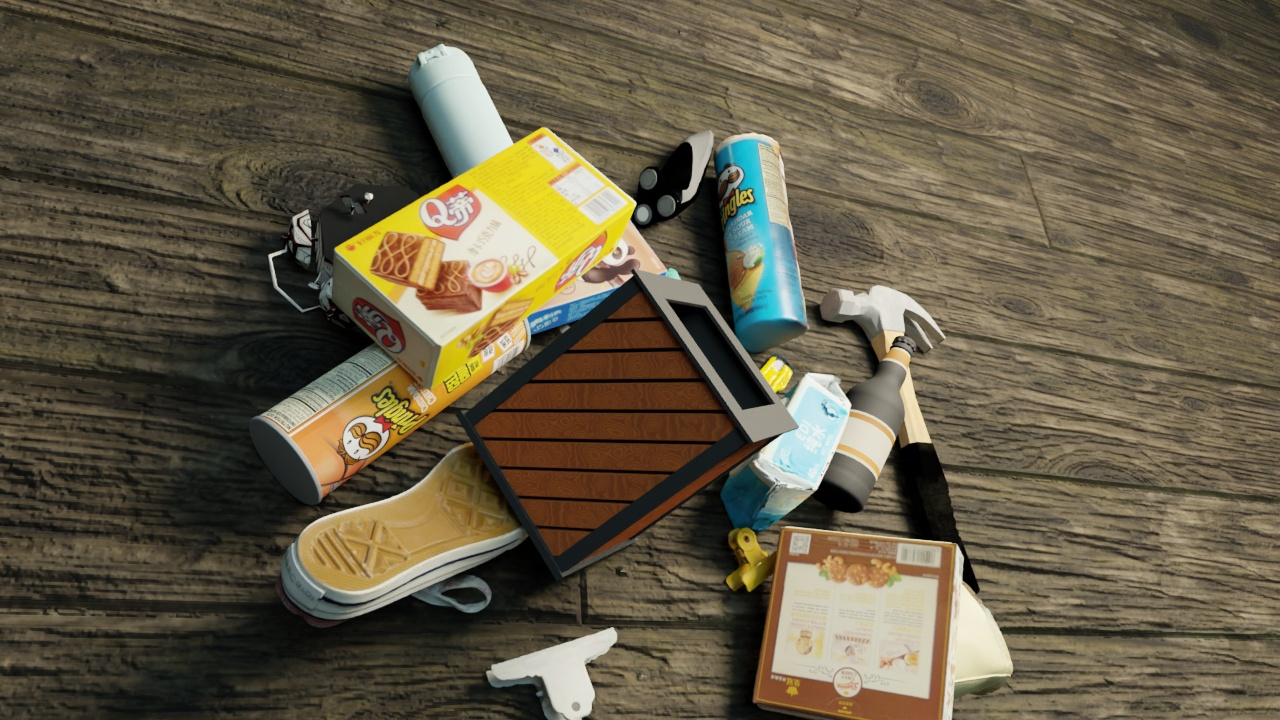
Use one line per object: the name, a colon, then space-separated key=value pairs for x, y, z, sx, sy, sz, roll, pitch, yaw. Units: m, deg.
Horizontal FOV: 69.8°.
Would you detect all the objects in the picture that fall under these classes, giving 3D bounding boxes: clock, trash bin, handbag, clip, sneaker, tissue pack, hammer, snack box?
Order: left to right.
clock: x=-0.227 y=-0.088 z=0.757 sx=0.154 sy=0.065 sz=0.114 roll=-26 pitch=75 yaw=-35
sneaker: x=-0.155 y=0.131 z=0.653 sx=0.118 sy=0.088 sz=0.240 roll=43 pitch=30 yaw=18
snack box: x=-0.118 y=-0.088 z=0.719 sx=0.110 sy=0.062 sz=0.229 roll=41 pitch=52 yaw=9
clip: x=-0.060 y=0.241 z=0.680 sx=0.101 sy=0.050 sz=0.058 roll=-9 pitch=73 yaw=-28
snack box: x=-0.062 y=-0.080 z=0.822 sx=0.151 sy=0.034 sz=0.087 roll=-20 pitch=59 yaw=-26
trash bin: x=-0.005 y=0.045 z=0.686 sx=0.139 sy=0.172 sz=0.139 roll=56 pitch=18 yaw=13
clip: x=0.092 y=0.168 z=0.785 sx=0.054 sy=0.045 sz=0.049 roll=-27 pitch=57 yaw=-34
tissue pack: x=0.126 y=0.081 z=0.810 sx=0.061 sy=0.093 sz=0.144 roll=34 pitch=53 yaw=-1
snack box: x=0.171 y=0.211 z=0.718 sx=0.041 sy=0.143 sz=0.146 roll=48 pitch=49 yaw=-53
hammer: x=0.274 y=0.073 z=0.921 sx=0.131 sy=0.039 sz=0.327 roll=6 pitch=60 yaw=-24
handbag: x=0.235 y=0.236 z=0.783 sx=0.119 sy=0.081 sz=0.111 roll=0 pitch=54 yaw=-24

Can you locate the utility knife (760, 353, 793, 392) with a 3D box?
utility knife: x=0.097 y=0.051 z=0.864 sx=0.030 sy=0.017 sz=0.178 roll=36 pitch=55 yaw=9

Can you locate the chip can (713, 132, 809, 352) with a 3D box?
chip can: x=0.122 y=-0.121 z=0.937 sx=0.079 sy=0.080 sz=0.229 roll=8 pitch=60 yaw=-21

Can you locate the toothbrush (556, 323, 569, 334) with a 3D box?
toothbrush: x=-0.055 y=-0.011 z=0.804 sx=0.012 sy=0.013 sz=0.167 roll=-33 pitch=65 yaw=-11

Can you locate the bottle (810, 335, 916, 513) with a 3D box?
bottle: x=0.217 y=0.053 z=0.865 sx=0.059 sy=0.059 sz=0.181 roll=33 pitch=67 yaw=-4

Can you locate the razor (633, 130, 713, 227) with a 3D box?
razor: x=0.042 y=-0.195 z=0.959 sx=0.060 sy=0.057 sz=0.155 roll=60 pitch=41 yaw=-20

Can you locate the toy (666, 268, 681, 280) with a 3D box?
toy: x=-0.007 y=-0.063 z=0.870 sx=0.105 sy=0.033 sz=0.085 roll=9 pitch=49 yaw=-17

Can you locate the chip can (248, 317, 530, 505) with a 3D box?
chip can: x=-0.185 y=0.017 z=0.709 sx=0.075 sy=0.075 sz=0.214 roll=46 pitch=53 yaw=5

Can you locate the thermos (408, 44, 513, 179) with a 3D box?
thermos: x=-0.153 y=-0.199 z=0.854 sx=0.065 sy=0.078 sz=0.206 roll=-26 pitch=75 yaw=-3
